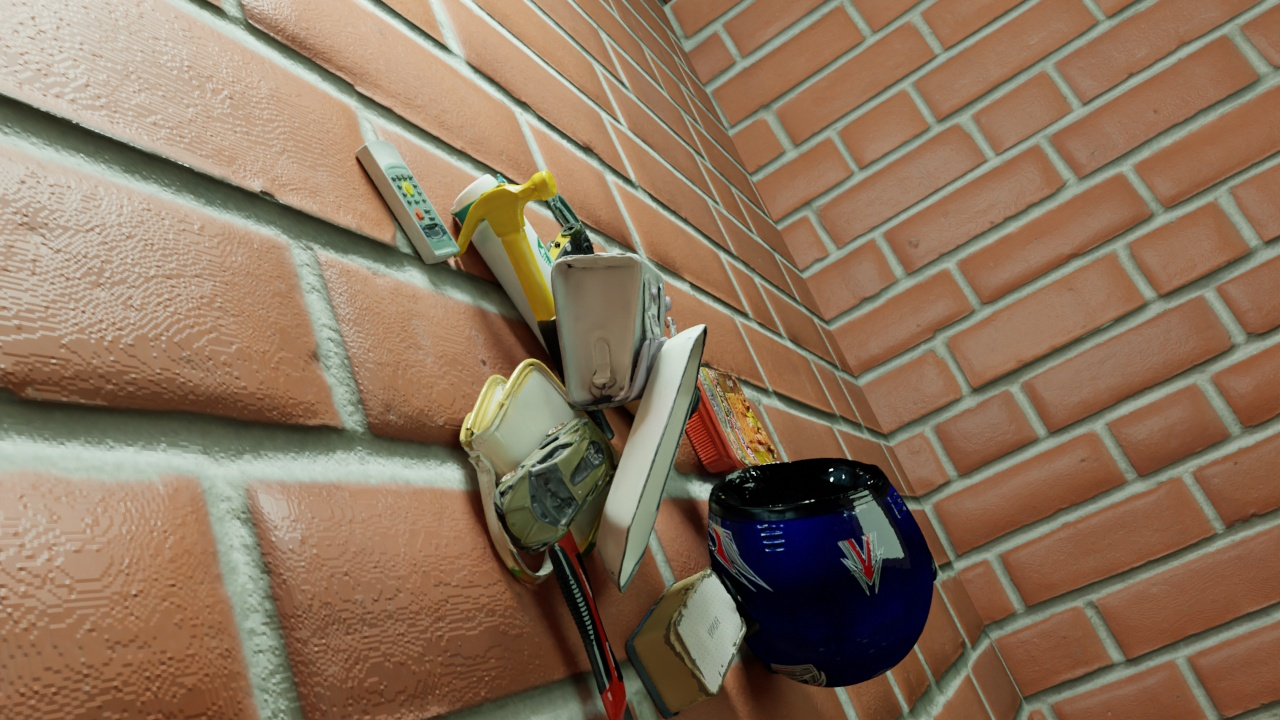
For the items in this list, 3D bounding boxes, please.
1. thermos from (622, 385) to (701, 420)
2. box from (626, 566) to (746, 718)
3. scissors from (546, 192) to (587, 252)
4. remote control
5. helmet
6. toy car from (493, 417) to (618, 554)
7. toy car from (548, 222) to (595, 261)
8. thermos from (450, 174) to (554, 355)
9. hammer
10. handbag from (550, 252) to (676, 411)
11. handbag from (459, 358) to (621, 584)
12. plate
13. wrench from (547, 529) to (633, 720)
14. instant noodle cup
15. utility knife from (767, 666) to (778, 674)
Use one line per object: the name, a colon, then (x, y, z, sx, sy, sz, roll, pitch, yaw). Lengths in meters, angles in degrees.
thermos: (0.004, 0.029, 1.149, 0.143, 0.093, 0.093, 39, 27, -29)
box: (0.049, 0.282, 0.927, 0.090, 0.061, 0.184, 60, 21, 4)
scissors: (-0.097, -0.170, 1.287, 0.170, 0.019, 0.178, 14, 48, -62)
remote control: (-0.234, -0.160, 0.926, 0.135, 0.019, 0.056, 59, 19, -3)
helmet: (0.208, 0.256, 1.103, 0.316, 0.247, 0.240, -178, -104, -77)
toy car: (-0.068, 0.104, 0.777, 0.070, 0.042, 0.157, 58, 32, -9)
toy car: (-0.095, -0.108, 1.130, 0.071, 0.041, 0.155, 61, 36, -36)
thermos: (-0.125, -0.101, 1.027, 0.224, 0.073, 0.073, 57, 19, -10)
hammer: (-0.099, -0.045, 0.987, 0.032, 0.129, 0.301, -60, 129, -69)
handbag: (-0.020, -0.028, 0.915, 0.197, 0.098, 0.145, -7, 97, -81)
handbag: (-0.100, 0.109, 0.827, 0.163, 0.063, 0.178, 51, 36, -22)
plate: (0.010, 0.087, 0.873, 0.162, 0.034, 0.265, 81, 26, -69)
wrench: (-0.034, 0.257, 0.767, 0.056, 0.016, 0.273, 2, 66, -57)
instant noodle cup: (0.122, 0.096, 1.353, 0.188, 0.079, 0.164, 8, 54, -65)
utility knife: (0.170, 0.335, 1.217, 0.033, 0.015, 0.202, 53, 19, -24)
